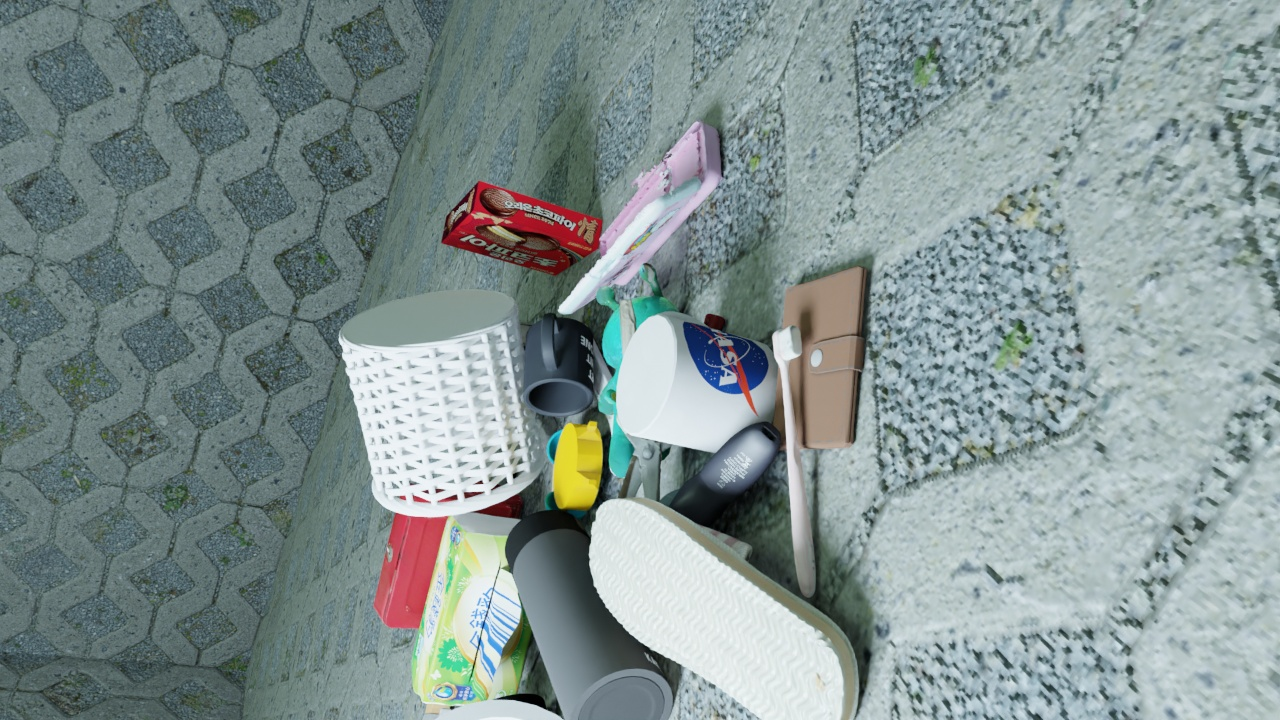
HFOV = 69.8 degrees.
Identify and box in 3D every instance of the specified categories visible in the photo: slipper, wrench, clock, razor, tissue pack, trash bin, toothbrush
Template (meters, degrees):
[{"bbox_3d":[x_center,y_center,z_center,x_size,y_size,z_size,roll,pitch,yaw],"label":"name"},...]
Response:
[{"bbox_3d":[0.051,0.169,0.627,0.263,0.052,0.115,20,110,53],"label":"slipper"},{"bbox_3d":[-0.037,0.029,0.940,0.066,0.018,0.273,-67,25,20],"label":"wrench"},{"bbox_3d":[-0.067,0.110,0.916,0.130,0.043,0.099,134,140,-60],"label":"clock"},{"bbox_3d":[-0.137,0.368,0.884,0.121,0.091,0.042,-45,47,26],"label":"clock"},{"bbox_3d":[0.058,0.088,0.664,0.052,0.047,0.143,-43,-8,-40],"label":"razor"},{"bbox_3d":[-0.160,0.273,0.964,0.141,0.120,0.198,19,102,64],"label":"tissue pack"},{"bbox_3d":[-0.138,0.415,0.773,0.200,0.195,0.195,119,153,-49],"label":"trash bin"},{"bbox_3d":[0.104,0.063,0.606,0.018,0.015,0.181,-26,61,53],"label":"toothbrush"}]

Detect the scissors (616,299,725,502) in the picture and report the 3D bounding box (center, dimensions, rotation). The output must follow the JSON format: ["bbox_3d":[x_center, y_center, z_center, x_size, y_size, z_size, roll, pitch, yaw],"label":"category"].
[{"bbox_3d":[0.014,0.035,0.753,0.179,0.185,0.015,56,177,13],"label":"scissors"}]

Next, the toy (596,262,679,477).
[{"bbox_3d":[-0.005,0.005,0.813,0.131,0.072,0.193,-28,51,39],"label":"toy"}]

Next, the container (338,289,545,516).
[{"bbox_3d":[-0.209,0.040,0.984,0.189,0.189,0.187,-138,38,-63],"label":"container"}]

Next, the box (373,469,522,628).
[{"bbox_3d":[-0.236,0.217,1.073,0.157,0.170,0.156,15,91,40],"label":"box"}]

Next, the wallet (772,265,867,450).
[{"bbox_3d":[0.120,0.001,0.628,0.088,0.013,0.121,-14,66,62],"label":"wallet"}]

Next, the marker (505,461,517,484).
[{"bbox_3d":[-0.173,0.200,1.141,0.011,0.011,0.152,10,87,65],"label":"marker"}]

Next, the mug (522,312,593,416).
[{"bbox_3d":[-0.086,-0.002,0.932,0.105,0.071,0.077,81,-174,-55],"label":"mug"}]

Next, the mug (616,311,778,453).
[{"bbox_3d":[0.040,0.009,0.701,0.091,0.090,0.121,-55,32,37],"label":"mug"}]

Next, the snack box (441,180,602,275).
[{"bbox_3d":[-0.144,-0.154,1.096,0.133,0.152,0.035,-19,60,61],"label":"snack box"}]

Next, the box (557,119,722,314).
[{"bbox_3d":[0.004,-0.126,0.885,0.202,0.066,0.153,-43,20,50],"label":"box"}]

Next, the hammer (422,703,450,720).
[{"bbox_3d":[-0.251,0.344,1.198,0.131,0.039,0.327,-35,46,53],"label":"hammer"}]

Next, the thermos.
[{"bbox_3d":[-0.053,0.222,0.793,0.082,0.082,0.240,-69,26,14],"label":"thermos"}]

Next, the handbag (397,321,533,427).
[{"bbox_3d":[-0.208,0.019,1.111,0.152,0.176,0.074,-62,28,28],"label":"handbag"}]
